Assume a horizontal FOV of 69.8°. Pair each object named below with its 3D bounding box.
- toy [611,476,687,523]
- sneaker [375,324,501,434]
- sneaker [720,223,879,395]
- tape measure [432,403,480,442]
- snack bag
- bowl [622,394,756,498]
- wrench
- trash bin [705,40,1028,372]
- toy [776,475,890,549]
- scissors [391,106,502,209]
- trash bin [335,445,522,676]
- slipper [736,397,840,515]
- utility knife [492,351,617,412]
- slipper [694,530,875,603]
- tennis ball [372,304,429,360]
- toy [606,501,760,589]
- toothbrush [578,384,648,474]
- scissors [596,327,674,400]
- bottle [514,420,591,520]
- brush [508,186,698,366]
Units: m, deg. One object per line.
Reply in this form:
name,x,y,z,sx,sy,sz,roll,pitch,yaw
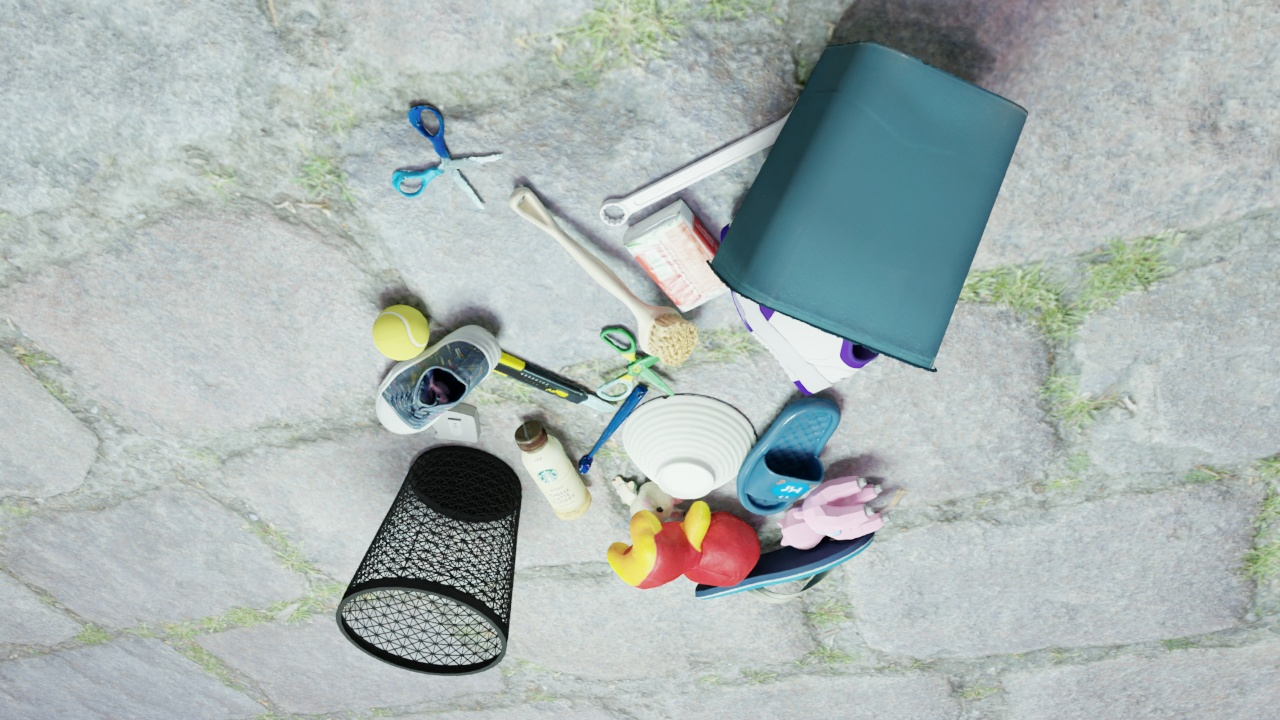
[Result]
toy,0.014,0.199,1.280,0.112,0.050,0.087,12,135,-11
sneaker,-0.264,0.037,1.121,0.087,0.079,0.236,45,131,-14
sneaker,0.178,-0.061,0.971,0.111,0.091,0.244,-20,132,25
tape measure,-0.246,0.083,1.220,0.060,0.020,0.062,6,135,2
snack bag,0.044,-0.109,0.977,0.077,0.036,0.116,-25,126,28
bowl,0.060,0.129,1.186,0.177,0.070,0.178,5,135,5
wrench,0.074,-0.196,0.907,0.274,0.009,0.047,-22,127,27
trash bin,0.194,-0.137,0.787,0.196,0.199,0.219,20,104,-11
toy,0.247,0.208,1.226,0.158,0.067,0.123,-24,152,29
scissors,-0.203,-0.204,0.937,0.127,0.014,0.134,-4,132,12
trash bin,-0.263,0.260,1.240,0.217,0.242,0.217,4,135,4
slipper,0.187,0.130,1.165,0.103,0.059,0.214,4,133,-17
utility knife,-0.121,0.026,1.148,0.203,0.020,0.029,23,135,-15
slipper,0.205,0.307,1.310,0.296,0.118,0.060,-26,90,34
tennis ball,-0.282,-0.033,1.080,0.065,0.065,0.065,4,135,4
toy,0.070,0.264,1.270,0.216,0.098,0.148,6,143,-28
toothbrush,-0.039,0.094,1.202,0.016,0.017,0.191,23,133,-15
scissors,-0.008,0.009,1.109,0.125,0.011,0.132,40,120,-21
bottle,-0.120,0.148,1.240,0.057,0.056,0.162,-10,132,17
brush,-0.038,-0.090,0.997,0.272,0.062,0.077,42,164,-23
